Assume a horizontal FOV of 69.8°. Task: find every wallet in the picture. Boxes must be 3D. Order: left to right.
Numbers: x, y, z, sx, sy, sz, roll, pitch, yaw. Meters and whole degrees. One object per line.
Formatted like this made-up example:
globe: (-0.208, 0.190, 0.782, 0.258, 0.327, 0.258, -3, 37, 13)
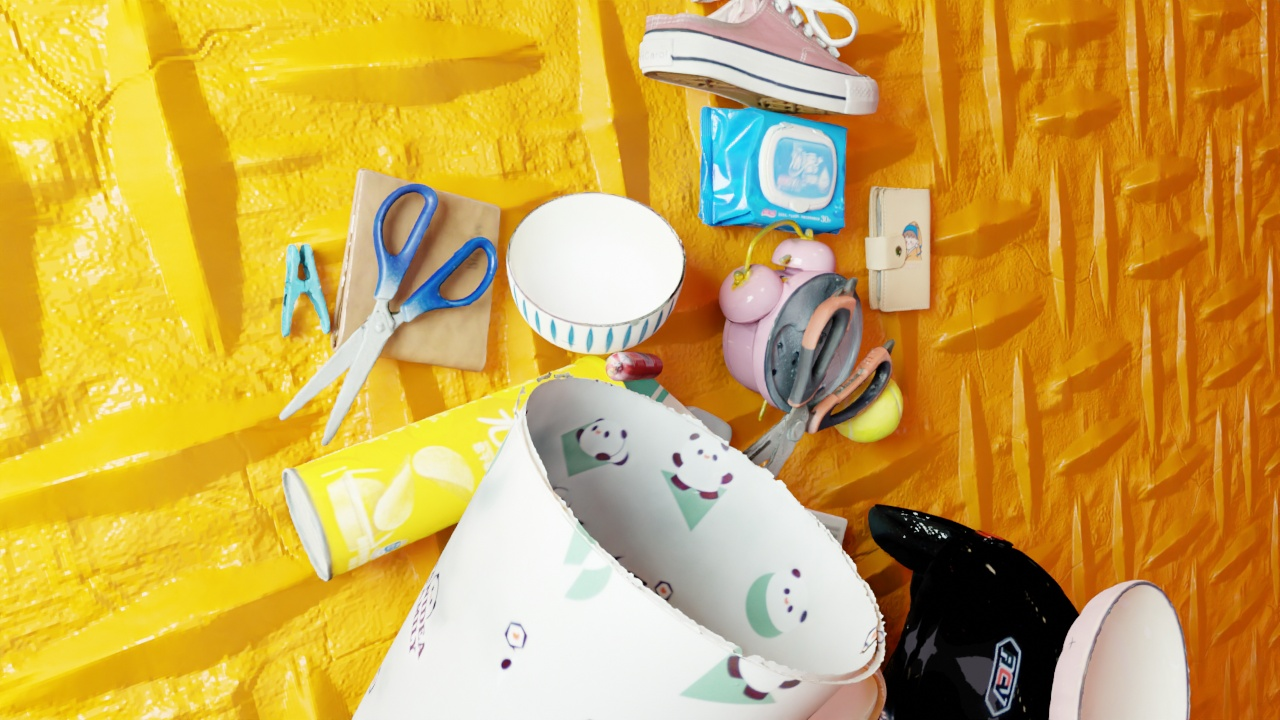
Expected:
wallet: (-0.139, -0.055, 0.583, 0.101, 0.020, 0.115, 9, 86, -38)
wallet: (0.242, -0.104, 0.859, 0.087, 0.024, 0.115, -5, 98, -35)

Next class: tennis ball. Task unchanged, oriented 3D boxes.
tennis ball: (0.199, 0.040, 0.811, 0.065, 0.066, 0.065, -3, 96, -36)

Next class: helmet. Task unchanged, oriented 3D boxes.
helmet: (0.268, 0.261, 0.782, 0.275, 0.230, 0.233, 57, 53, -70)

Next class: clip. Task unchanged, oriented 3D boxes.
clip: (-0.199, -0.042, 0.542, 0.037, 0.013, 0.055, -6, 99, -37)

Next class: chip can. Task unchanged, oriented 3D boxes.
chip can: (-0.107, 0.061, 0.576, 0.212, 0.072, 0.072, -20, 105, -31)

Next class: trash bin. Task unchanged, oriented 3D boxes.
trash bin: (-0.032, 0.174, 0.516, 0.229, 0.229, 0.252, 21, 111, -36)

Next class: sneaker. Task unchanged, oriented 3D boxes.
sneaker: (0.101, -0.238, 0.692, 0.240, 0.118, 0.088, -1, 103, -40)

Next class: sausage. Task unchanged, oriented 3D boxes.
sausage: (-0.004, 0.004, 0.612, 0.155, 0.020, 0.020, 2, 93, -80)

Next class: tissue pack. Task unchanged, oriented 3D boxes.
tissue pack: (0.109, -0.151, 0.738, 0.156, 0.052, 0.095, -1, 94, -37)

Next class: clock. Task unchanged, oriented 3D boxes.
clock: (0.117, -0.035, 0.734, 0.117, 0.060, 0.159, -32, 125, -29)

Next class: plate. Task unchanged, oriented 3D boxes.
plate: (0.351, 0.258, 0.681, 0.192, 0.039, 0.192, 2, 87, -40)

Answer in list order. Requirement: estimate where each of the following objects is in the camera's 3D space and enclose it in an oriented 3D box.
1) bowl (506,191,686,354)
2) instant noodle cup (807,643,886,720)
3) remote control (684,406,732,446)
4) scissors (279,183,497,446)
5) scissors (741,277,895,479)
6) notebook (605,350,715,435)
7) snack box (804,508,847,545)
bowl: (-0.031, -0.050, 0.620, 0.116, 0.116, 0.066, -39, 157, -28)
instant noodle cup: (0.106, 0.221, 0.689, 0.151, 0.111, 0.152, -5, 121, -8)
remote control: (0.032, 0.105, 0.720, 0.056, 0.020, 0.135, 27, 75, -35)
scissors: (-0.146, -0.024, 0.558, 0.144, 0.012, 0.170, 5, 87, -37)
scissors: (0.132, 0.035, 0.721, 0.188, 0.015, 0.224, 5, 103, -43)
notebook: (-0.022, 0.116, 0.666, 0.150, 0.012, 0.208, 42, 69, -15)
snack box: (0.111, 0.162, 0.780, 0.156, 0.027, 0.084, 19, 83, -36)
